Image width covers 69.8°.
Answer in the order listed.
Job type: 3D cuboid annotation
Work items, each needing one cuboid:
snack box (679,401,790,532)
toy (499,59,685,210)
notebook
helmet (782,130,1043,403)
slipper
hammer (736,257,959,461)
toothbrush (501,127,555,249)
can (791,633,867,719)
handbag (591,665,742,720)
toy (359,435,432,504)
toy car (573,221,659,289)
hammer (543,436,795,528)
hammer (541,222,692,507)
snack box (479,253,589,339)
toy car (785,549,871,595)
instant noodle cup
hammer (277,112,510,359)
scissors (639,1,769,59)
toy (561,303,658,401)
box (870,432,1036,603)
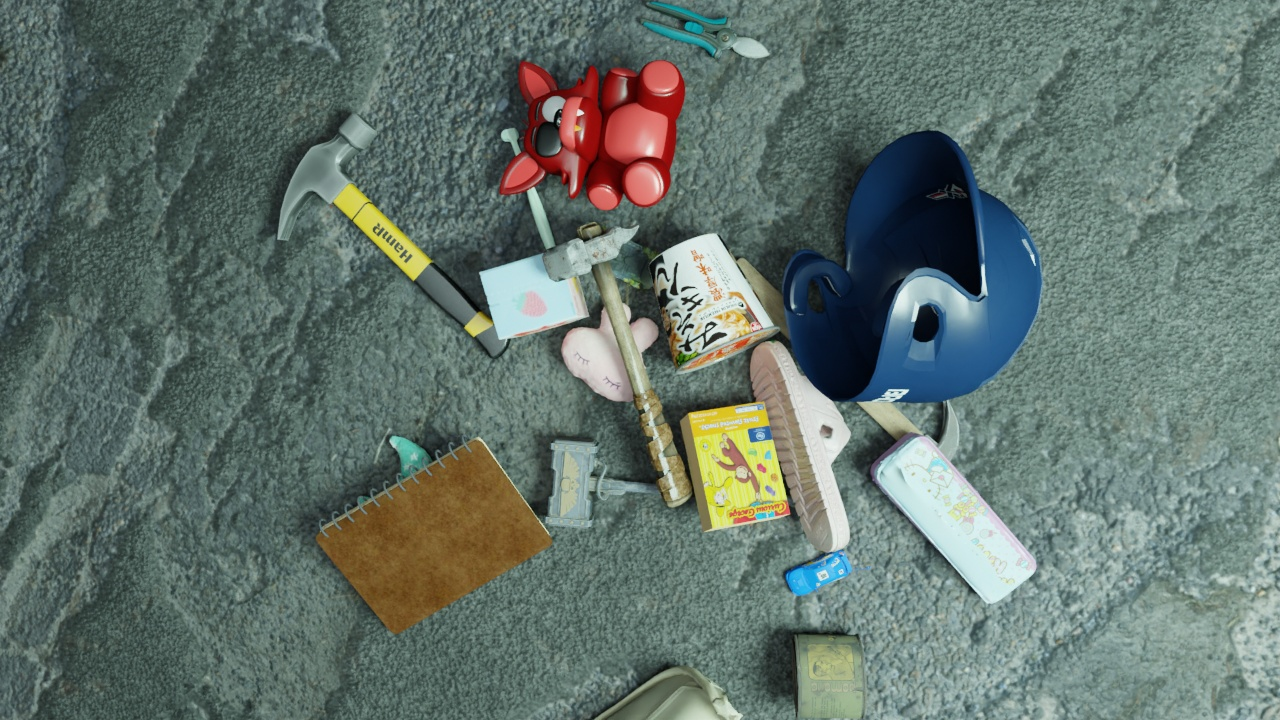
[{"bbox_3d":[0.102,0.117,1.009,0.088,0.040,0.125,-8,76,-13],"label":"snack box"},{"bbox_3d":[-0.053,-0.248,1.003,0.197,0.120,0.158,9,92,12],"label":"toy"},{"bbox_3d":[-0.239,0.200,1.062,0.225,0.024,0.167,-31,107,6],"label":"notebook"},{"bbox_3d":[0.286,-0.091,0.922,0.222,0.232,0.272,-8,104,-18],"label":"helmet"},{"bbox_3d":[0.189,0.087,1.002,0.064,0.094,0.239,-14,82,-17],"label":"slipper"},{"bbox_3d":[0.222,0.009,1.037,0.331,0.030,0.119,44,95,4],"label":"hammer"},{"bbox_3d":[-0.126,-0.193,1.058,0.022,0.015,0.155,-20,92,-26],"label":"toothbrush"},{"bbox_3d":[0.207,0.350,1.018,0.074,0.090,0.090,-1,93,5],"label":"can"},{"bbox_3d":[0.012,0.450,1.004,0.229,0.184,0.132,-40,92,-11],"label":"handbag"},{"bbox_3d":[-0.281,0.150,1.080,0.085,0.033,0.105,32,95,8],"label":"toy"},{"bbox_3d":[-0.028,-0.118,1.044,0.105,0.033,0.048,24,88,-10],"label":"toy car"},{"bbox_3d":[0.055,0.150,1.049,0.322,0.044,0.098,5,93,2],"label":"hammer"},{"bbox_3d":[-0.006,0.006,0.991,0.049,0.121,0.319,-11,101,44],"label":"hammer"},{"bbox_3d":[-0.116,-0.072,1.023,0.093,0.094,0.079,-16,91,5],"label":"snack box"},{"bbox_3d":[0.210,0.240,1.026,0.092,0.062,0.033,-26,90,6],"label":"toy car"},{"bbox_3d":[0.071,-0.065,1.001,0.124,0.123,0.121,-23,82,5],"label":"instant noodle cup"},{"bbox_3d":[-0.277,-0.121,1.069,0.324,0.034,0.170,44,97,0],"label":"hammer"},{"bbox_3d":[0.074,-0.374,1.030,0.136,0.019,0.138,-19,90,6],"label":"scissors"},{"bbox_3d":[-0.030,-0.013,1.043,0.108,0.053,0.105,32,80,3],"label":"toy"},{"bbox_3d":[0.344,0.173,1.007,0.076,0.033,0.214,-42,99,5],"label":"box"}]
